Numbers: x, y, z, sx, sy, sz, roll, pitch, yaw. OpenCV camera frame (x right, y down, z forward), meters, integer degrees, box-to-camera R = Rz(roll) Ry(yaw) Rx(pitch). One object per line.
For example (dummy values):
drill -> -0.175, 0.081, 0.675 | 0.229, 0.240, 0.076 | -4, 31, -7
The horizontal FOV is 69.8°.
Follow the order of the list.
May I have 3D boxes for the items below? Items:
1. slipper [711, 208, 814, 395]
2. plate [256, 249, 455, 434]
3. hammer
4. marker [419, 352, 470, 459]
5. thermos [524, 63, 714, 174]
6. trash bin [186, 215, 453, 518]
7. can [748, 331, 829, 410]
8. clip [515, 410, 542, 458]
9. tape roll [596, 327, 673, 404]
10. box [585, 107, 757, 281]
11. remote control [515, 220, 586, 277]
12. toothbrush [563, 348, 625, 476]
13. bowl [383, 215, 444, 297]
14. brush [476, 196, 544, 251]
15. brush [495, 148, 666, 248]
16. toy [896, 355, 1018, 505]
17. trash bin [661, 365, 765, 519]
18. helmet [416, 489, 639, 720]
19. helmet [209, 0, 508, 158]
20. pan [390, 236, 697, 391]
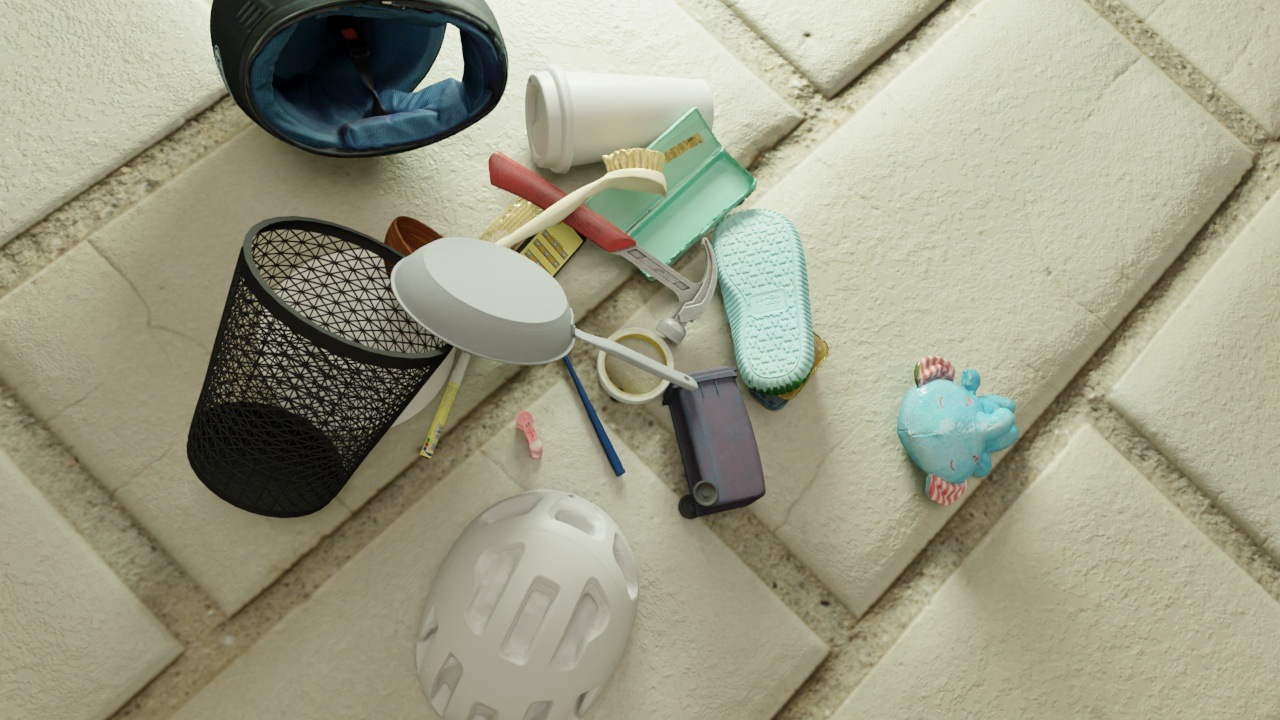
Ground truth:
slipper -> 0.155, -0.072, 1.123 | 0.116, 0.069, 0.275 | -15, 57, 16
plate -> -0.334, -0.029, 1.078 | 0.229, 0.030, 0.229 | 2, 74, -8
hammer -> -0.047, -0.158, 1.114 | 0.315, 0.036, 0.126 | 34, 92, -7
marker -> -0.229, 0.052, 1.081 | 0.014, 0.014, 0.132 | 20, 73, -3
thermos -> -0.025, -0.309, 1.161 | 0.221, 0.132, 0.131 | -9, 76, -19
trash bin -> -0.336, 0.018, 0.934 | 0.217, 0.216, 0.244 | 36, 113, 2
can -> 0.184, 0.010, 1.131 | 0.054, 0.059, 0.099 | 39, 72, 3
clip -> -0.130, 0.087, 1.076 | 0.023, 0.044, 0.060 | -18, 92, -17
tape roll -> -0.007, 0.007, 1.124 | 0.094, 0.019, 0.094 | 2, 75, -8
box -> 0.039, -0.208, 1.153 | 0.187, 0.057, 0.138 | -41, 95, -3
remote control -> -0.126, -0.123, 1.130 | 0.058, 0.013, 0.133 | 48, 71, -28
toothbrush -> -0.060, 0.051, 1.106 | 0.017, 0.016, 0.190 | -21, 79, -21
bowl -> -0.248, -0.091, 1.065 | 0.069, 0.147, 0.147 | -44, 84, 12
brush -> -0.161, -0.160, 1.136 | 0.049, 0.039, 0.117 | 39, 70, 4
brush -> -0.090, -0.172, 1.067 | 0.272, 0.062, 0.077 | -28, 74, -4
toy -> 0.404, 0.082, 1.126 | 0.180, 0.115, 0.183 | -3, 85, -22
trash bin -> 0.081, 0.094, 1.076 | 0.092, 0.094, 0.160 | -10, 74, -11
helmet -> -0.125, 0.280, 0.992 | 0.224, 0.183, 0.282 | 31, 93, 5
helmet -> -0.329, -0.383, 1.069 | 0.316, 0.250, 0.235 | -12, 48, -11
pan -> -0.087, -0.041, 0.979 | 0.356, 0.051, 0.200 | 18, 29, -17
